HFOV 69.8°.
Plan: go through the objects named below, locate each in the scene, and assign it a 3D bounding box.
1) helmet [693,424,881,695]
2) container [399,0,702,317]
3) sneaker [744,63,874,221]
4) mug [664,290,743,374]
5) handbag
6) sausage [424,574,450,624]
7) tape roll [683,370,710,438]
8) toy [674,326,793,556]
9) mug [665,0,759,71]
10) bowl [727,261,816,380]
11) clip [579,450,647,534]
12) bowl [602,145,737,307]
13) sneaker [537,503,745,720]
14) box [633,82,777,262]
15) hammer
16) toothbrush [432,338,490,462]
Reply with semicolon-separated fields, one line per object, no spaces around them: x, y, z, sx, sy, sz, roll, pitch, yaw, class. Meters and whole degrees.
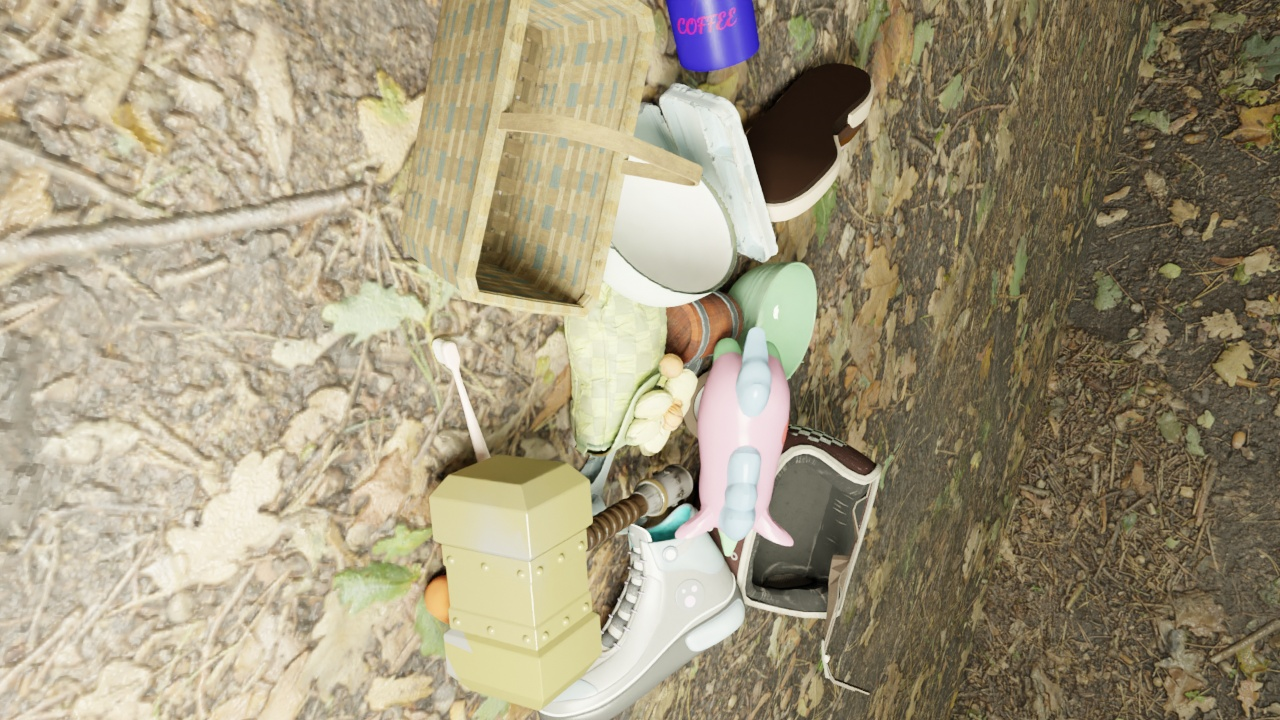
0.187;0.199;1.095;0.233;0.254;0.234;-30;133;-66;helmet
-0.057;-0.158;0.671;0.157;0.187;0.250;4;100;-55;container
0.183;-0.226;1.056;0.117;0.112;0.292;88;24;-44;sneaker
0.048;-0.022;0.979;0.110;0.081;0.118;-13;131;-56;mug
-0.005;0.005;0.871;0.113;0.117;0.187;-27;124;-48;handbag
-0.139;0.230;0.844;0.164;0.039;0.044;38;69;-53;sausage
0.098;0.055;1.055;0.030;0.094;0.093;39;71;-53;tape roll
0.102;0.082;0.928;0.223;0.120;0.170;97;-4;-47;toy
0.069;-0.342;0.880;0.111;0.079;0.084;-80;158;-47;mug
0.143;-0.049;1.091;0.150;0.077;0.151;-25;123;-47;bowl
-0.027;0.144;0.976;0.168;0.031;0.165;-48;136;-31;clip
0.006;-0.111;0.818;0.153;0.073;0.153;18;55;-28;bowl
-0.016;0.265;0.976;0.256;0.093;0.160;-27;106;-20;sneaker
0.064;-0.160;0.912;0.129;0.106;0.211;-57;142;-18;box
-0.040;0.159;0.862;0.324;0.101;0.190;-19;109;-57;hammer
-0.146;0.056;0.787;0.015;0.018;0.181;-42;137;-36;toothbrush
